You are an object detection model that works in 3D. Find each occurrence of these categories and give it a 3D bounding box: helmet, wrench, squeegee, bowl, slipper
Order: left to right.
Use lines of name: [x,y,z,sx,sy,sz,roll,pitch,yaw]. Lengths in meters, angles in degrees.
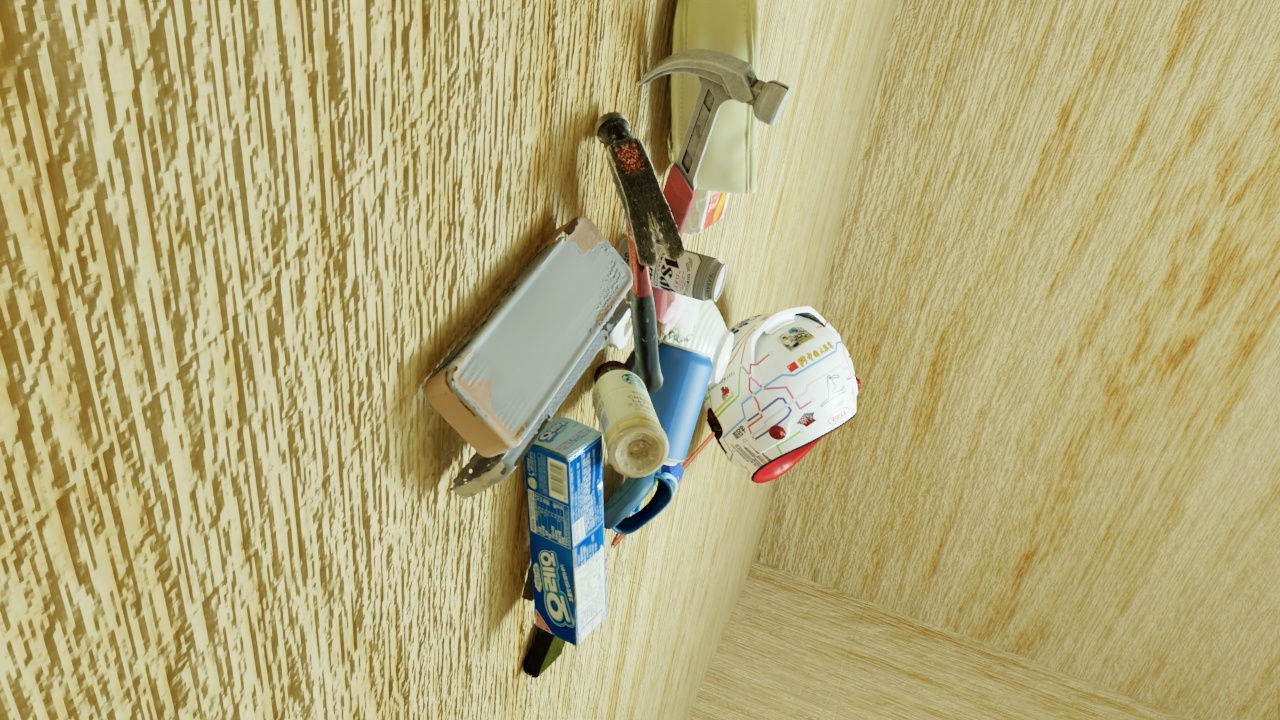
wrench: [-0.057,-0.008,0.881,0.272,0.009,0.047,-36,141,-66]
slipper: [-0.007,0.175,1.115,0.104,0.059,0.213,-46,174,1]
squeegee: [0.035,0.123,1.274,0.248,0.055,0.185,-44,139,-34]
bowl: [0.084,-0.013,1.267,0.177,0.071,0.177,18,89,-75]
helmet: [0.214,0.046,1.497,0.230,0.236,0.315,-28,165,-24]

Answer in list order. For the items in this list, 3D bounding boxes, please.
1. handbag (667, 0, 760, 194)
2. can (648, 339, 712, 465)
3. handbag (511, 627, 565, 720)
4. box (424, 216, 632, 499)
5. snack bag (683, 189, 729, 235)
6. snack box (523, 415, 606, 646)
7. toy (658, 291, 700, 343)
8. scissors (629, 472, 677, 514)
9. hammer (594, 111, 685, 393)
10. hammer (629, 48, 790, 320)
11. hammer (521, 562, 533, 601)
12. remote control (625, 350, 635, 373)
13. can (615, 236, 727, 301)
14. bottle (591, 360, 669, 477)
handbag: [0.074,-0.287,0.909,0.233,0.088,0.190,77,16,-63]
can: [0.037,0.053,1.154,0.079,0.079,0.146,9,98,-75]
handbag: [-0.127,0.378,1.063,0.178,0.027,0.084,-69,166,9]
box: [-0.088,-0.008,0.699,0.105,0.096,0.215,54,43,-22]
snack bag: [0.078,-0.198,1.099,0.115,0.036,0.077,-42,147,-63]
snack box: [-0.070,0.165,0.873,0.059,0.059,0.227,-35,133,-47]
toy: [0.047,-0.068,1.132,0.108,0.041,0.096,0,106,-68]
scissors: [0.018,0.149,1.228,0.104,0.019,0.132,-4,117,-32]
hammer: [0.003,-0.061,0.845,0.327,0.036,0.140,85,-13,-56]
hammer: [0.033,-0.155,0.900,0.036,0.126,0.317,-58,171,-44]
hammer: [-0.073,0.245,1.080,0.333,0.033,0.132,77,32,-64]
remote control: [-0.006,0.006,1.079,0.039,0.010,0.124,92,21,-46]
can: [0.029,-0.091,0.905,0.044,0.107,0.044,18,89,-75]
bottle: [-0.015,0.050,0.891,0.162,0.056,0.057,-113,-149,-64]
